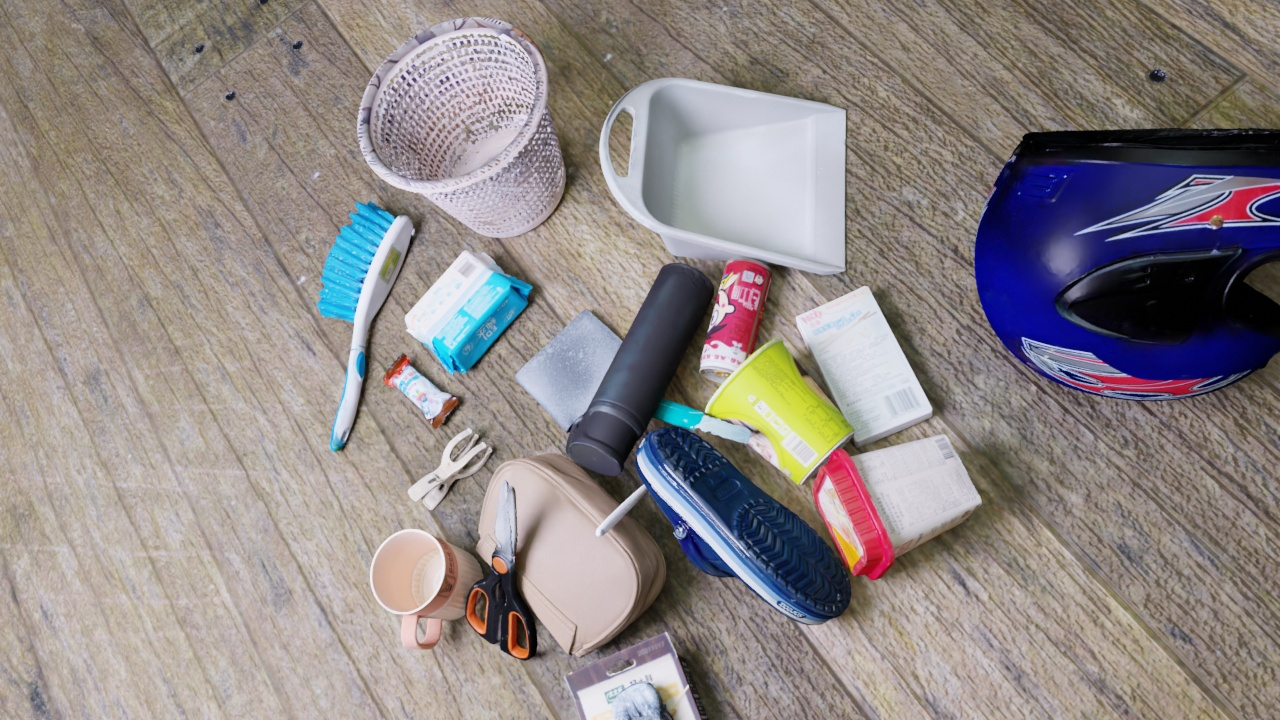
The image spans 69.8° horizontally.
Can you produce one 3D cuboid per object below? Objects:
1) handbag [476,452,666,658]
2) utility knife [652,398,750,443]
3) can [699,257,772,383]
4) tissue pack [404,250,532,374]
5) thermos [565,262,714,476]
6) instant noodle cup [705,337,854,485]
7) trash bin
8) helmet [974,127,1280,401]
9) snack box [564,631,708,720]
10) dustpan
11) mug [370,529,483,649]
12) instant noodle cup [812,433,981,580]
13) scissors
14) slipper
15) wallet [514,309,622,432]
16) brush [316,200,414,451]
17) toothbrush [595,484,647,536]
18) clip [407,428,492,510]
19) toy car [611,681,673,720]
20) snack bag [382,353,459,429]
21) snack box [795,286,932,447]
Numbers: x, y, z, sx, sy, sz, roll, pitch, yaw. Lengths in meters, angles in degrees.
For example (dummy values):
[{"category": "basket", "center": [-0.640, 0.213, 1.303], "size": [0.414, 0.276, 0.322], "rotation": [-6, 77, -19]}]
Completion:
[{"category": "handbag", "center": [-0.073, 0.193, 0.941], "size": [0.204, 0.099, 0.148], "rotation": [42, 111, 24]}, {"category": "utility knife", "center": [0.036, 0.058, 0.960], "size": [0.220, 0.013, 0.029], "rotation": [15, 60, 50]}, {"category": "can", "center": [0.104, -0.043, 1.008], "size": [0.053, 0.053, 0.132], "rotation": [11, 73, 18]}, {"category": "tissue pack", "center": [-0.204, -0.058, 1.091], "size": [0.090, 0.063, 0.140], "rotation": [36, 81, 25]}, {"category": "thermos", "center": [-0.006, 0.006, 0.982], "size": [0.090, 0.068, 0.241], "rotation": [0, 50, 42]}, {"category": "instant noodle cup", "center": [0.148, 0.058, 0.936], "size": [0.111, 0.112, 0.123], "rotation": [-43, 74, -4]}, {"category": "trash bin", "center": [-0.187, -0.253, 1.089], "size": [0.228, 0.192, 0.227], "rotation": [-5, 69, 13]}, {"category": "helmet", "center": [0.467, -0.083, 0.823], "size": [0.316, 0.246, 0.240], "rotation": [5, 110, 22]}, {"category": "snack box", "center": [0.003, 0.345, 0.887], "size": [0.113, 0.053, 0.125], "rotation": [-24, 65, 5]}, {"category": "dustpan", "center": [0.096, -0.220, 1.033], "size": [0.258, 0.142, 0.222], "rotation": [-1, 69, 16]}, {"category": "mug", "center": [-0.221, 0.242, 0.957], "size": [0.082, 0.106, 0.114], "rotation": [-4, 69, 13]}, {"category": "instant noodle cup", "center": [0.245, 0.134, 0.878], "size": [0.124, 0.116, 0.116], "rotation": [-19, 66, -5]}, {"category": "scissors", "center": [-0.121, 0.213, 0.903], "size": [0.139, 0.236, 0.021], "rotation": [42, 42, 10]}, {"category": "slipper", "center": [0.087, 0.173, 0.898], "size": [0.253, 0.104, 0.095], "rotation": [42, 126, 11]}, {"category": "wallet", "center": [-0.072, 0.010, 1.056], "size": [0.120, 0.019, 0.097], "rotation": [-44, 67, -6]}, {"category": "brush", "center": [-0.357, -0.049, 1.137], "size": [0.109, 0.060, 0.314], "rotation": [17, 77, 16]}, {"category": "toothbrush", "center": [0.005, 0.134, 0.921], "size": [0.016, 0.179, 0.016], "rotation": [28, 120, 18]}, {"category": "clip", "center": [-0.214, 0.125, 1.038], "size": [0.035, 0.074, 0.100], "rotation": [39, 79, 23]}, {"category": "toy car", "center": [0.013, 0.349, 0.844], "size": [0.049, 0.031, 0.105], "rotation": [-34, 71, 3]}, {"category": "snack bag", "center": [-0.262, 0.036, 1.091], "size": [0.105, 0.026, 0.045], "rotation": [37, 79, 22]}, {"category": "snack box", "center": [0.234, 0.006, 0.970], "size": [0.085, 0.027, 0.156], "rotation": [-24, 65, 6]}]
